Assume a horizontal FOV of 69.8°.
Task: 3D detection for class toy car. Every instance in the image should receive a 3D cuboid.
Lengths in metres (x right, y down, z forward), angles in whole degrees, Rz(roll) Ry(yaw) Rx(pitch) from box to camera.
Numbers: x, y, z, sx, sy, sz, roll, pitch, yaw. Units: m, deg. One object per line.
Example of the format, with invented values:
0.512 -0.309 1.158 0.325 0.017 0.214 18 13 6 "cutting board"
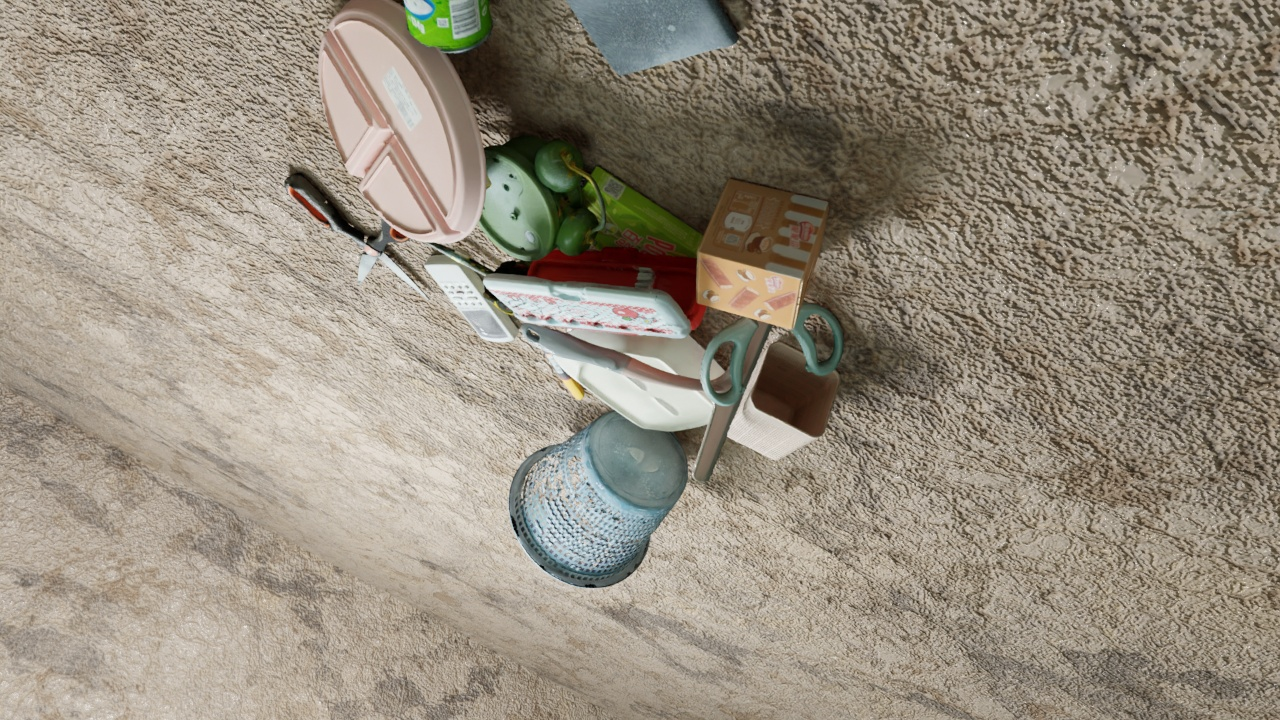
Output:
-0.101 -0.074 1.028 0.156 0.071 0.041 13 149 19 "toy car"

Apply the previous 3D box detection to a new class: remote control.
-0.210 -0.075 1.150 0.058 0.021 0.150 3 143 32 "remote control"

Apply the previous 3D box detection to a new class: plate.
0.011 0.027 1.070 0.162 0.034 0.265 -13 150 24 "plate"
-0.225 -0.211 0.839 0.230 0.028 0.230 28 134 33 "plate"

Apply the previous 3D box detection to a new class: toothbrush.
-0.203 -0.119 1.070 0.185 0.012 0.017 28 137 -19 "toothbrush"

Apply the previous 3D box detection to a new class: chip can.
-0.147 -0.333 0.651 0.072 0.072 0.236 20 150 7 "chip can"

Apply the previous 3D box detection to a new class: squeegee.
-0.006 0.006 0.954 0.249 0.040 0.248 16 117 -4 "squeegee"

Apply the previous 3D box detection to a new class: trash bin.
-0.042 0.174 1.266 0.226 0.225 0.196 30 137 -11 "trash bin"

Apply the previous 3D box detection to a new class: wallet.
0.003 -0.269 0.702 0.121 0.019 0.097 -1 143 38 "wallet"

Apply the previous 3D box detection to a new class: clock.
-0.098 -0.156 0.875 0.161 0.056 0.116 16 135 36 "clock"

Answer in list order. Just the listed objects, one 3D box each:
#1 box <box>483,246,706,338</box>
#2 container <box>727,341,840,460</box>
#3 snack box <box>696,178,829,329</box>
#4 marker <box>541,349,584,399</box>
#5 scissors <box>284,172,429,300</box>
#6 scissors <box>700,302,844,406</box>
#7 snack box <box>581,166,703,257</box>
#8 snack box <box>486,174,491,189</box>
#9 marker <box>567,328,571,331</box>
-0.040 -0.078 0.885 0.202 0.102 0.100 7 156 26 "box"
0.153 0.051 1.034 0.090 0.090 0.111 26 153 -5 "container"
0.109 -0.096 0.826 0.094 0.092 0.077 16 149 13 "snack box"
-0.106 0.009 1.219 0.018 0.015 0.124 0 140 32 "marker"
-0.337 -0.150 1.120 0.221 0.021 0.234 35 147 -19 "scissors"
0.143 -0.023 0.931 0.180 0.019 0.170 8 115 -19 "scissors"
0.001 -0.124 0.922 0.156 0.026 0.086 32 150 -14 "snack box"
-0.203 -0.208 0.866 0.087 0.033 0.140 -17 101 52 "snack box"
-0.085 -0.031 1.137 0.017 0.017 0.145 23 150 2 "marker"
